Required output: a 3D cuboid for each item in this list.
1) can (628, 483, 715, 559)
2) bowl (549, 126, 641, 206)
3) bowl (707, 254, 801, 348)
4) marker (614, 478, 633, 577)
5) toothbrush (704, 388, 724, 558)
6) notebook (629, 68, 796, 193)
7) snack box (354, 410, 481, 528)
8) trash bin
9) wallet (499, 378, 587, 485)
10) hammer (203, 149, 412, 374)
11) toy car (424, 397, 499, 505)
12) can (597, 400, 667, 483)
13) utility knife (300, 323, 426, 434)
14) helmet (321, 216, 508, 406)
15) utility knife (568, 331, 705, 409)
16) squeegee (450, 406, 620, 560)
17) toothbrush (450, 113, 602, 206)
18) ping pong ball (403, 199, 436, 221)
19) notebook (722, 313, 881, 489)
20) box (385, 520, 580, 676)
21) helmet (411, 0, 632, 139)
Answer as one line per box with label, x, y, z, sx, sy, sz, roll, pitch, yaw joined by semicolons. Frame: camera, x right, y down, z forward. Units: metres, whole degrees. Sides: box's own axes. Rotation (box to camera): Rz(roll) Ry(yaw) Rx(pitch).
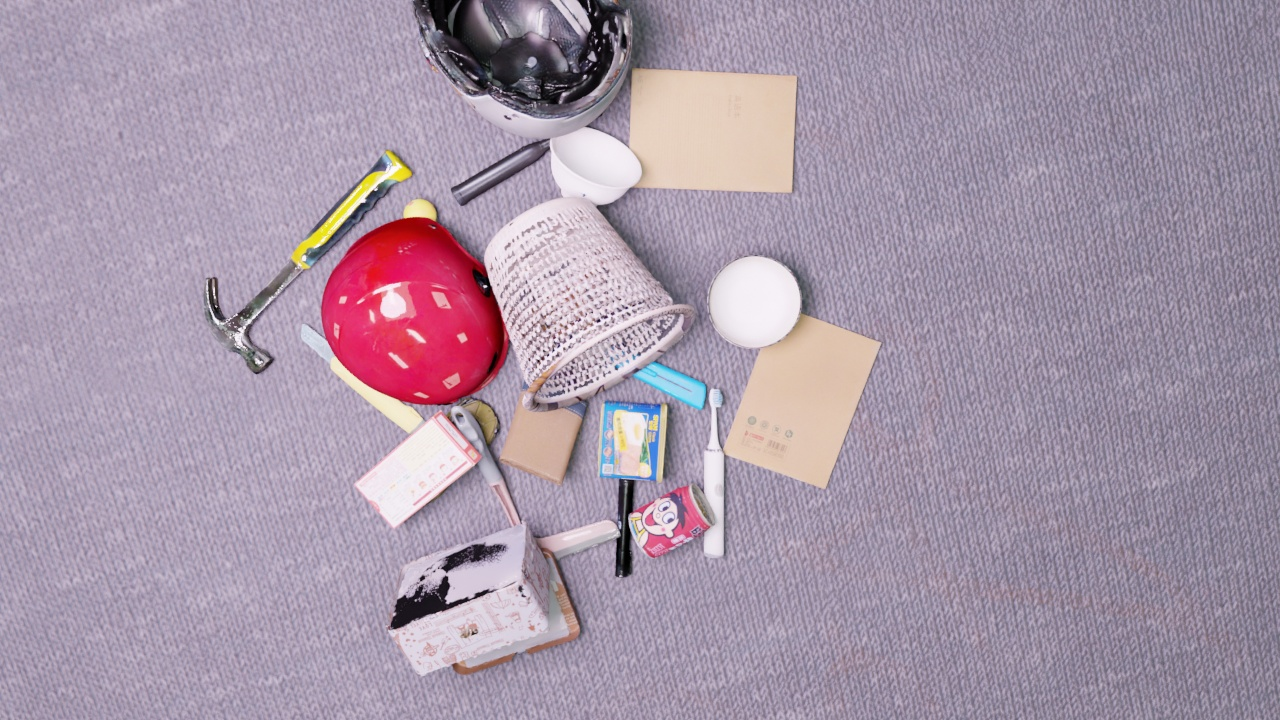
can;0.041;0.204;1.170;0.094;0.066;0.066;-30;95;13
bowl;-0.065;-0.227;1.131;0.118;0.118;0.065;27;130;-4
bowl;0.140;-0.074;1.158;0.116;0.066;0.116;0;94;-1
marker;-0.020;0.218;1.201;0.022;0.020;0.132;1;96;-16
toothbrush;0.096;0.147;1.196;0.026;0.026;0.221;-5;97;-44
notebook;0.090;-0.291;1.166;0.211;0.012;0.149;2;94;-2
snack box;-0.276;0.136;1.130;0.156;0.027;0.077;-38;96;22
trash bin;-0.078;-0.075;1.085;0.227;0.227;0.192;-30;77;1
wallet;-0.120;0.088;1.147;0.090;0.033;0.115;26;62;-23
hammer;-0.417;-0.139;1.150;0.126;0.032;0.323;44;92;-6
toy car;-0.249;0.115;1.175;0.070;0.042;0.158;43;90;-5
can;-0.011;0.102;1.174;0.083;0.057;0.102;4;94;0
utility knife;-0.355;0.027;1.173;0.206;0.021;0.031;41;89;-11
helmet;-0.275;-0.040;1.098;0.207;0.143;0.240;-38;102;12
utility knife;-0.007;0.007;1.185;0.204;0.018;0.034;25;94;-3
squeegee;-0.183;0.159;1.167;0.248;0.040;0.250;-20;112;4
toothbrush;-0.142;-0.259;1.152;0.212;0.026;0.027;-31;107;1
ping pong ball;-0.275;-0.181;1.146;0.040;0.040;0.040;0;95;-2
notebook;0.211;0.049;1.201;0.148;0.008;0.208;19;94;-4
box;-0.185;0.326;1.133;0.183;0.156;0.193;-21;113;6
helmet;-0.133;-0.371;1.077;0.229;0.157;0.274;-39;77;-11
